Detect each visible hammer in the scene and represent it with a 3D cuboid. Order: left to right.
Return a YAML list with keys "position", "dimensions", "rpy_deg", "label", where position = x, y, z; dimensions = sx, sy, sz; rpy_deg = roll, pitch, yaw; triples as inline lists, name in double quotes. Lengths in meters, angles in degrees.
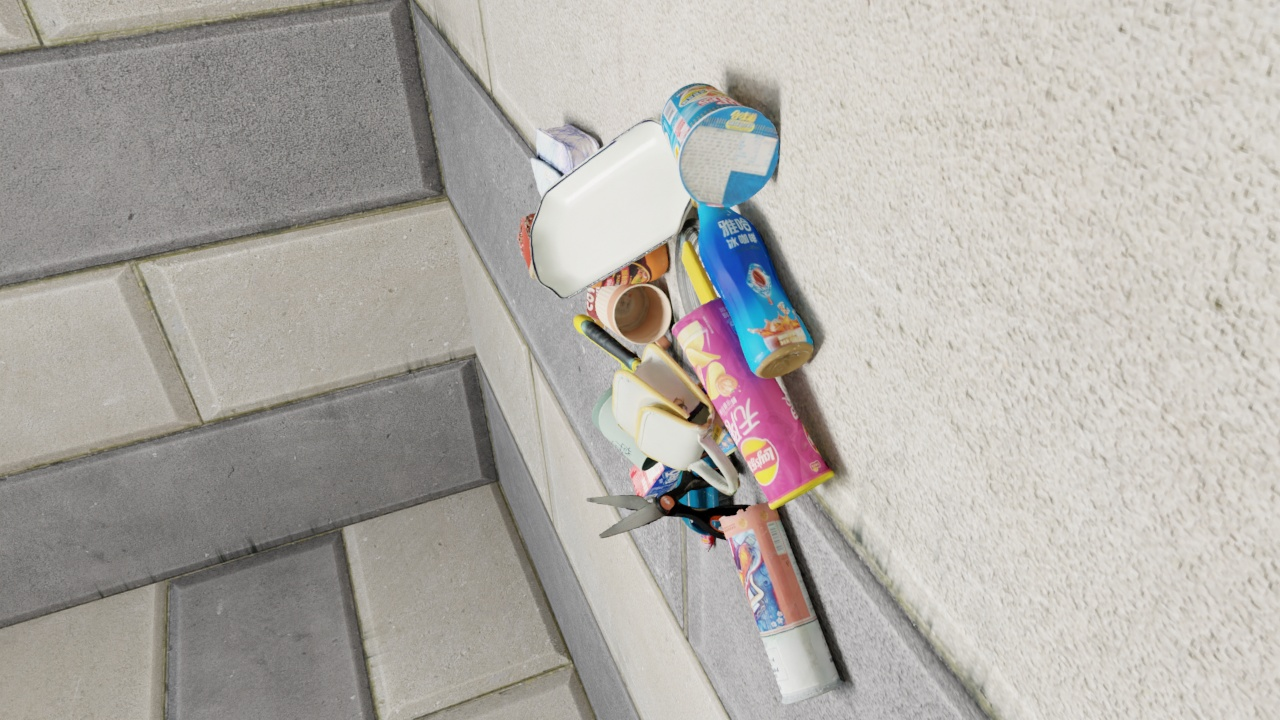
- position: [-0.008, 0.007, 1.263]
  dimensions: [0.126, 0.032, 0.323]
  rpy_deg: [46, 175, -36]
  label: "hammer"

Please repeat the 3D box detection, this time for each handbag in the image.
- position: [-0.114, -0.288, 1.426]
  dimensions: [0.194, 0.075, 0.134]
  rpy_deg: [-134, 32, -60]
  label: "handbag"
- position: [0.044, 0.083, 1.039]
  dimensions: [0.179, 0.063, 0.164]
  rpy_deg: [44, 161, 15]
  label: "handbag"

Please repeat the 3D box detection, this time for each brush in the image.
- position: [0.080, 0.173, 1.204]
  dimensions: [0.055, 0.073, 0.144]
  rpy_deg: [31, 136, 44]
  label: "brush"

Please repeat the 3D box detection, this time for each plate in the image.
- position: [-0.031, -0.175, 1.098]
  dimensions: [0.266, 0.034, 0.162]
  rpy_deg: [-28, 64, 35]
  label: "plate"
- position: [0.085, -0.078, 1.051]
  dimensions: [0.180, 0.024, 0.179]
  rpy_deg: [163, 90, -73]
  label: "plate"

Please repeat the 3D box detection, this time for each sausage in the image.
- position: [0.093, 0.213, 1.291]
  dimensions: [0.020, 0.020, 0.156]
  rpy_deg: [-126, 26, -51]
  label: "sausage"

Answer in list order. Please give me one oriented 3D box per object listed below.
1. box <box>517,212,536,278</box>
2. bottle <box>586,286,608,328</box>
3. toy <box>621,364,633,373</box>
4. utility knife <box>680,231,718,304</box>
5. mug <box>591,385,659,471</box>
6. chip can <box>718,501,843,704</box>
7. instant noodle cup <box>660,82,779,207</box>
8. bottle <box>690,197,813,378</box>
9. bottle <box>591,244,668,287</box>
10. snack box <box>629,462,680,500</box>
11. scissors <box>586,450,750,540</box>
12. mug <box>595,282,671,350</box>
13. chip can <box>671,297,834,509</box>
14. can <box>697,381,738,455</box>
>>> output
- position: [-0.079, -0.177, 1.244]
  dimensions: [0.091, 0.168, 0.076]
  rpy_deg: [124, 129, -69]
  label: "box"
- position: [-0.056, -0.131, 1.409]
  dimensions: [0.175, 0.057, 0.057]
  rpy_deg: [91, 157, -44]
  label: "bottle"
- position: [-0.010, 0.043, 1.462]
  dimensions: [0.096, 0.031, 0.100]
  rpy_deg: [-125, 29, -48]
  label: "toy"
- position: [0.076, -0.072, 1.012]
  dimensions: [0.167, 0.015, 0.033]
  rpy_deg: [67, 155, 22]
  label: "utility knife"
- position: [-0.007, 0.080, 1.242]
  dimensions: [0.106, 0.082, 0.112]
  rpy_deg: [43, 158, 18]
  label: "mug"
- position: [0.157, 0.270, 1.040]
  dimensions: [0.071, 0.071, 0.214]
  rpy_deg: [121, 133, -68]
  label: "chip can"
- position: [0.066, -0.214, 0.876]
  dimensions: [0.109, 0.099, 0.099]
  rpy_deg: [-114, 17, -51]
  label: "instant noodle cup"
- position: [0.100, -0.089, 0.912]
  dimensions: [0.065, 0.065, 0.218]
  rpy_deg: [107, 144, -62]
  label: "bottle"
- position: [-0.040, -0.124, 1.197]
  dimensions: [0.067, 0.149, 0.067]
  rpy_deg: [164, 90, -74]
  label: "bottle"
- position: [0.032, 0.160, 1.383]
  dimensions: [0.208, 0.057, 0.058]
  rpy_deg: [114, 140, -66]
  label: "snack box"
- position: [0.052, 0.176, 1.085]
  dimensions: [0.198, 0.226, 0.022]
  rpy_deg: [43, 138, 5]
  label: "scissors"
- position: [-0.003, -0.061, 1.280]
  dimensions: [0.114, 0.081, 0.106]
  rpy_deg: [49, 175, -20]
  label: "mug"
- position: [0.111, 0.041, 0.926]
  dimensions: [0.210, 0.071, 0.071]
  rpy_deg: [61, 161, 13]
  label: "chip can"
- position: [0.099, 0.054, 1.030]
  dimensions: [0.083, 0.057, 0.102]
  rpy_deg: [53, 161, 7]
  label: "can"
